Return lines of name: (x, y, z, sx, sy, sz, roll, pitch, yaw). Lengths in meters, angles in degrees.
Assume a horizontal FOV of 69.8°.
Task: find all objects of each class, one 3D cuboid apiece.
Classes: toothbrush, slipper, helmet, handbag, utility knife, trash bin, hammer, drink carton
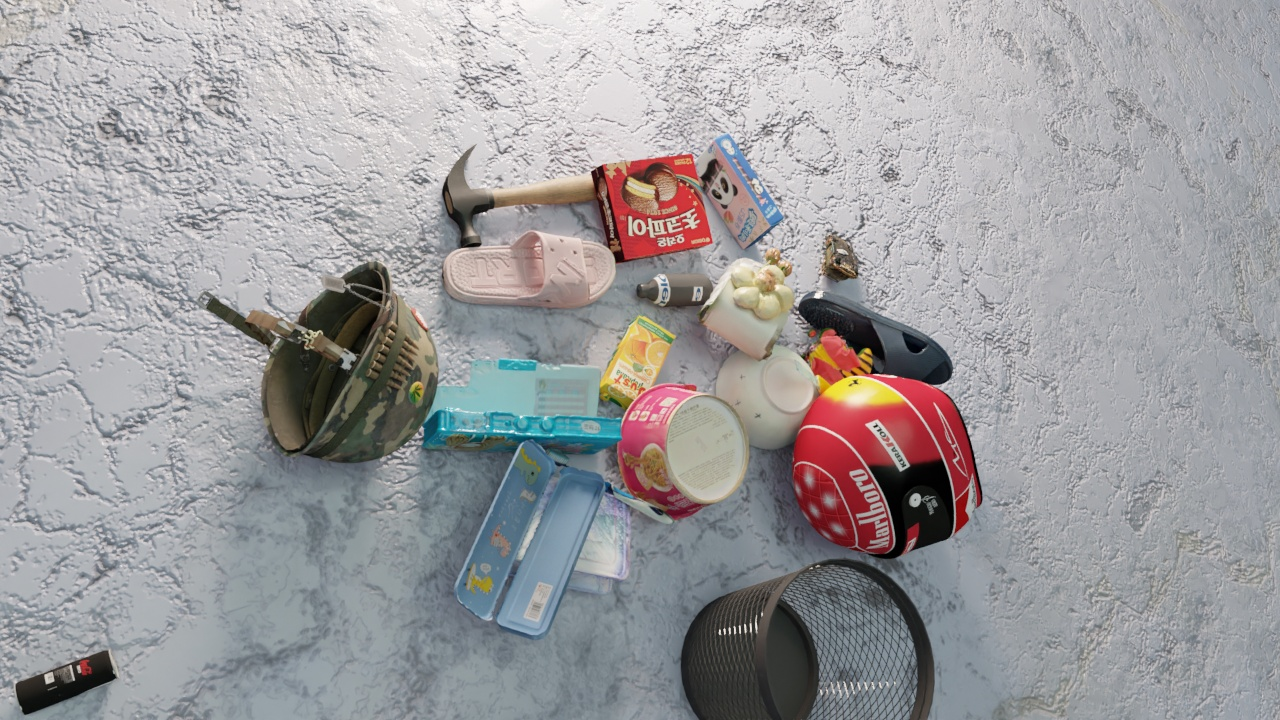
toothbrush: (-0.036, 0.154, 1.123, 0.189, 0.017, 0.016, 31, 30, -14)
slipper: (-0.136, -0.119, 1.199, 0.239, 0.065, 0.094, -5, 74, -25)
helmet: (-0.329, -0.004, 0.985, 0.236, 0.193, 0.224, 15, 86, -46)
handbag: (0.161, -0.090, 1.275, 0.112, 0.124, 0.171, 32, 34, 1)
utility knife: (0.259, 0.039, 1.283, 0.227, 0.019, 0.030, 36, 37, -55)
trash bin: (0.181, 0.357, 1.078, 0.217, 0.228, 0.217, 9, 68, -22)
slipper: (0.348, -0.013, 1.367, 0.263, 0.101, 0.082, 28, 61, -10)
helmet: (0.317, 0.153, 1.230, 0.224, 0.198, 0.271, -31, 111, -23)
hammer: (-0.120, -0.238, 1.267, 0.304, 0.040, 0.132, -13, 81, -29)
drink carton: (-0.007, 0.007, 1.226, 0.058, 0.041, 0.122, 32, 62, -12)
handbag: (-0.093, 0.204, 1.104, 0.158, 0.069, 0.126, 16, 52, -20)

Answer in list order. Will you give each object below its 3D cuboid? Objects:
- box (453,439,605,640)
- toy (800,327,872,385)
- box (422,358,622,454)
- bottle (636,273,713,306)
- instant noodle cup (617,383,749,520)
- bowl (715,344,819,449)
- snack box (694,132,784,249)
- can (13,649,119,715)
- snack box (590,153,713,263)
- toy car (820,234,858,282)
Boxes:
box: (-0.122, 0.196, 1.019, 0.122, 0.047, 0.208, 28, 54, -7)
toy: (0.285, 0.000, 1.336, 0.103, 0.046, 0.084, 20, 99, 15)
box: (-0.144, 0.048, 1.116, 0.226, 0.097, 0.117, 4, 71, -24)
bottle: (0.047, -0.099, 1.286, 0.112, 0.047, 0.047, -2, 73, -26)
instant noodle cup: (0.064, 0.114, 1.174, 0.178, 0.078, 0.178, 6, 79, -35)
bowl: (0.188, 0.043, 1.286, 0.153, 0.073, 0.153, 8, 70, -22)
snack box: (0.141, -0.249, 1.361, 0.033, 0.088, 0.154, -31, 86, -28)
can: (-0.544, 0.305, 0.872, 0.080, 0.032, 0.031, -17, 80, -29)
snack box: (0.018, -0.216, 1.299, 0.151, 0.036, 0.132, -14, 92, -31)
toy car: (0.305, -0.151, 1.426, 0.047, 0.047, 0.111, 29, 33, -14)
